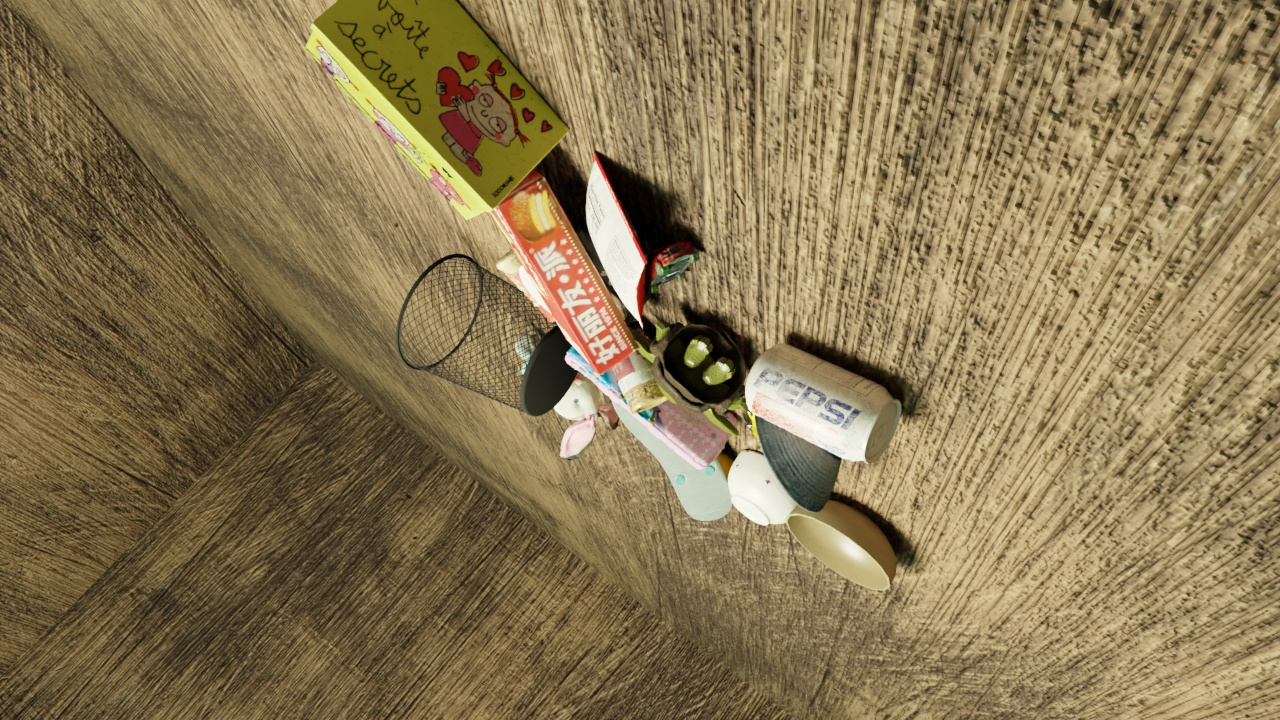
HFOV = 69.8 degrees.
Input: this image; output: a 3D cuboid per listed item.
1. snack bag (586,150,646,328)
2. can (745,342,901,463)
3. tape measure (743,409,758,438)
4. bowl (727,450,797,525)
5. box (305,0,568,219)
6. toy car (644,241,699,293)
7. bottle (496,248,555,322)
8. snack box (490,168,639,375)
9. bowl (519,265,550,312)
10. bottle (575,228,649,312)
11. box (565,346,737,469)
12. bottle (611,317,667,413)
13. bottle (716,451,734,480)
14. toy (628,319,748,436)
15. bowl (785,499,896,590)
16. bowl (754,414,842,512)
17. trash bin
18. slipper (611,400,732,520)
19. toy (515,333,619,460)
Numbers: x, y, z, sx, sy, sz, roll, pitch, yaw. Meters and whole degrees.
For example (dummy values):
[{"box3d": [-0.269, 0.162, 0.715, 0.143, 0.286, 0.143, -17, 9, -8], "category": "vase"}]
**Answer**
[{"box3d": [-0.023, -0.116, 0.923, 0.144, 0.039, 0.130, 92, 156, -66], "category": "snack bag"}, {"box3d": [0.176, 0.041, 0.892, 0.136, 0.078, 0.078, 27, 157, 33], "category": "can"}, {"box3d": [0.148, 0.076, 1.070, 0.064, 0.037, 0.066, 47, 169, 12], "category": "tape measure"}, {"box3d": [0.164, 0.180, 1.240, 0.113, 0.063, 0.114, 34, 159, 15], "category": "bowl"}, {"box3d": [-0.189, -0.253, 0.857, 0.221, 0.124, 0.081, 50, 159, -20], "category": "box"}, {"box3d": [0.028, -0.097, 0.918, 0.036, 0.042, 0.091, 65, 165, 2], "category": "toy car"}, {"box3d": [-0.141, -0.101, 1.216, 0.109, 0.044, 0.044, 46, 160, -12], "category": "bottle"}, {"box3d": [-0.092, -0.104, 1.013, 0.236, 0.060, 0.113, 60, 172, -32], "category": "snack box"}, {"box3d": [-0.097, -0.093, 1.155, 0.110, 0.040, 0.110, 35, 160, 14], "category": "bowl"}, {"box3d": [-0.036, -0.104, 1.034, 0.113, 0.030, 0.030, 49, 159, -23], "category": "bottle"}, {"box3d": [0.014, 0.040, 1.177, 0.230, 0.084, 0.053, 39, 160, 2], "category": "box"}, {"box3d": [-0.007, 0.007, 1.122, 0.105, 0.056, 0.056, 66, 164, 11], "category": "bottle"}, {"box3d": [0.071, 0.123, 1.317, 0.143, 0.043, 0.043, 36, 161, 11], "category": "bottle"}, {"box3d": [0.063, 0.011, 1.033, 0.179, 0.078, 0.153, 44, 168, 0], "category": "toy"}, {"box3d": [0.264, 0.226, 1.175, 0.152, 0.050, 0.152, 35, 160, 14], "category": "bowl"}, {"box3d": [0.184, 0.089, 0.983, 0.057, 0.136, 0.137, -30, 115, 27], "category": "bowl"}, {"box3d": [-0.205, -0.029, 1.310, 0.210, 0.183, 0.184, 26, 157, 21], "category": "trash bin"}, {"box3d": [0.053, 0.104, 1.262, 0.098, 0.054, 0.269, -25, 111, 21], "category": "slipper"}, {"box3d": [-0.112, 0.032, 1.402, 0.205, 0.130, 0.106, 52, 148, 5], "category": "toy"}]
